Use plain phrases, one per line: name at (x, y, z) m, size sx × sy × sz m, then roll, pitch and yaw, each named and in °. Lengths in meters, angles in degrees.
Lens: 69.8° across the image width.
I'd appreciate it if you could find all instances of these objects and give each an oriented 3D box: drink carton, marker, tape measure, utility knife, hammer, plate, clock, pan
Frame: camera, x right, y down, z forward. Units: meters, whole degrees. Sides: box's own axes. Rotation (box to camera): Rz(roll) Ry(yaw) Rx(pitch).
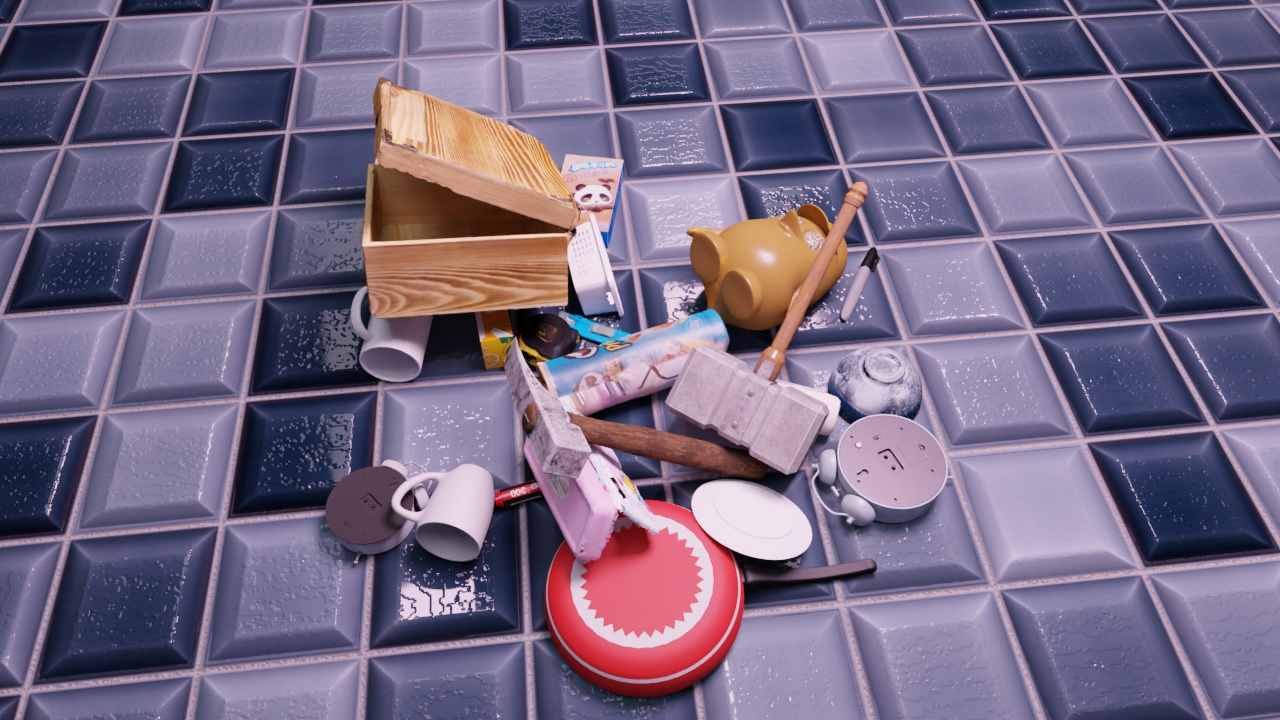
drink carton at (-0.187, -0.051, 1.159) m, size 0.041 × 0.058 × 0.122 m, roll -12°, pitch 55°, yaw -9°
marker at (-0.094, 0.140, 1.043) m, size 0.145 × 0.021 × 0.023 m, roll -15°, pitch 33°, yaw -11°
tape measure at (-0.117, -0.024, 1.151) m, size 0.072 × 0.042 × 0.071 m, roll 19°, pitch 59°, yaw 16°
utility knife at (-0.030, -0.030, 1.173) m, size 0.173 × 0.015 × 0.031 m, roll 18°, pitch 61°, yaw 11°
hammer at (0.173, -0.052, 1.019) m, size 0.163 × 0.082 × 0.318 m, roll 28°, pitch 98°, yaw 14°
plate at (0.122, 0.166, 0.993) m, size 0.134 × 0.011 × 0.134 m, roll 12°, pitch 27°, yaw -6°
clock at (0.270, 0.128, 1.041) m, size 0.159 × 0.045 × 0.122 m, roll -20°, pitch 57°, yaw -14°
hammer at (0.000, 0.071, 1.015) m, size 0.300 × 0.037 × 0.217 m, roll 15°, pitch 23°, yaw -29°
marker at (0.295, -0.103, 1.229) m, size 0.022 × 0.016 × 0.138 m, roll 33°, pitch 58°, yaw -6°
clock at (-0.288, 0.160, 1.020) m, size 0.094 × 0.035 × 0.122 m, roll 38°, pitch 61°, yaw 24°
pan at (0.076, 0.230, 0.960) m, size 0.356 × 0.067 × 0.208 m, roll -8°, pitch 52°, yaw -2°

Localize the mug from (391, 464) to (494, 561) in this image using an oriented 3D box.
mug at (-0.212, 0.154, 0.996) m, size 0.107 × 0.071 × 0.089 m, roll 22°, pitch 46°, yaw -7°

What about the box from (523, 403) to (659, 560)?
box at (-0.049, 0.122, 0.988) m, size 0.095 × 0.088 × 0.202 m, roll 4°, pitch 28°, yaw -28°

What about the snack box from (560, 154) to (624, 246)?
snack box at (-0.077, -0.229, 1.305) m, size 0.087 × 0.034 × 0.151 m, roll 7°, pitch 54°, yaw 4°

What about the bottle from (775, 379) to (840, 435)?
bottle at (0.162, 0.049, 1.094) m, size 0.146 × 0.051 × 0.051 m, roll 15°, pitch 55°, yaw 10°

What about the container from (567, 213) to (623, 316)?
container at (-0.065, -0.119, 1.202) m, size 0.049 × 0.081 × 0.129 m, roll -17°, pitch 55°, yaw 1°

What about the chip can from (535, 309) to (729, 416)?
chip can at (-0.007, 0.007, 1.106) m, size 0.229 × 0.080 × 0.079 m, roll -18°, pitch 56°, yaw -11°

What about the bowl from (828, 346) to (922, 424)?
bowl at (0.288, 0.024, 1.108) m, size 0.114 × 0.061 × 0.114 m, roll 0°, pitch 54°, yaw 1°

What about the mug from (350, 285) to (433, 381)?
mug at (-0.310, -0.041, 1.122) m, size 0.074 × 0.110 × 0.090 m, roll -17°, pitch 49°, yaw 26°

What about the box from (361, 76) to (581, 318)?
box at (-0.205, -0.209, 1.120) m, size 0.257 × 0.216 × 0.279 m, roll -3°, pitch 29°, yaw -13°

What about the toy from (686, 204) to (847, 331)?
toy at (0.178, -0.124, 1.164) m, size 0.202 × 0.163 × 0.198 m, roll -21°, pitch 59°, yaw -28°
